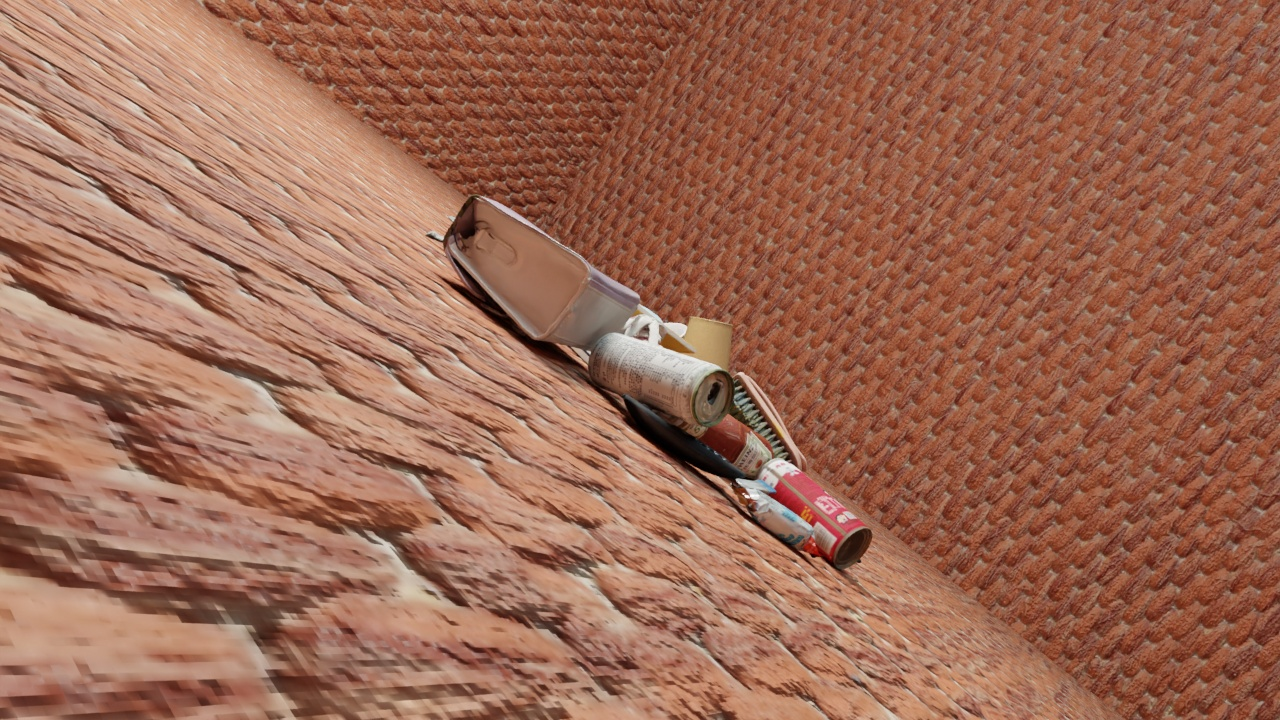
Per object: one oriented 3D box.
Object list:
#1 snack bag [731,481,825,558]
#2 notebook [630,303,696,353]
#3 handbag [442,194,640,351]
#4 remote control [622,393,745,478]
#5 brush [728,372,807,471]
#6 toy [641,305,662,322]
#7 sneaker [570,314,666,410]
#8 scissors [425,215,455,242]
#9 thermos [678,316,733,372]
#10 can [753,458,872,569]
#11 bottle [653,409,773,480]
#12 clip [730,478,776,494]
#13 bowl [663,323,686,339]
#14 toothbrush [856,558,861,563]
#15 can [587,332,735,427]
[{"bbox_3d":[0.125,0.145,0.832,0.105,0.026,0.045,36,12,-15],"label":"snack bag"},{"bbox_3d":[-0.043,-0.049,1.197,0.146,0.010,0.207,36,-20,-36],"label":"notebook"},{"bbox_3d":[-0.096,-0.077,0.910,0.145,0.098,0.197,40,5,13],"label":"handbag"},{"bbox_3d":[0.036,0.076,0.844,0.136,0.024,0.053,34,-1,-11],"label":"remote control"},{"bbox_3d":[0.144,0.086,1.096,0.072,0.063,0.145,-29,81,-46],"label":"brush"},{"bbox_3d":[-0.036,-0.065,1.248,0.161,0.049,0.156,16,-19,-6],"label":"toy"},{"bbox_3d":[-0.008,-0.012,1.051,0.241,0.088,0.118,39,3,43],"label":"sneaker"},{"bbox_3d":[-0.141,-0.105,1.067,0.188,0.015,0.224,-5,47,-29],"label":"scissors"},{"bbox_3d":[0.084,0.015,1.262,0.093,0.143,0.093,13,1,0],"label":"thermos"},{"bbox_3d":[0.180,0.160,0.976,0.053,0.053,0.133,34,4,-47],"label":"can"},{"bbox_3d":[0.078,0.079,0.969,0.060,0.060,0.206,40,4,37],"label":"bottle"},{"bbox_3d":[0.114,0.134,0.947,0.058,0.044,0.027,27,12,-47],"label":"clip"},{"bbox_3d":[0.017,-0.005,1.323,0.118,0.118,0.065,-133,-153,-71],"label":"bowl"},{"bbox_3d":[0.204,0.194,1.124,0.181,0.018,0.016,39,-5,-9],"label":"toothbrush"},{"bbox_3d":[0.017,0.017,0.867,0.147,0.058,0.058,19,-11,44],"label":"can"}]
